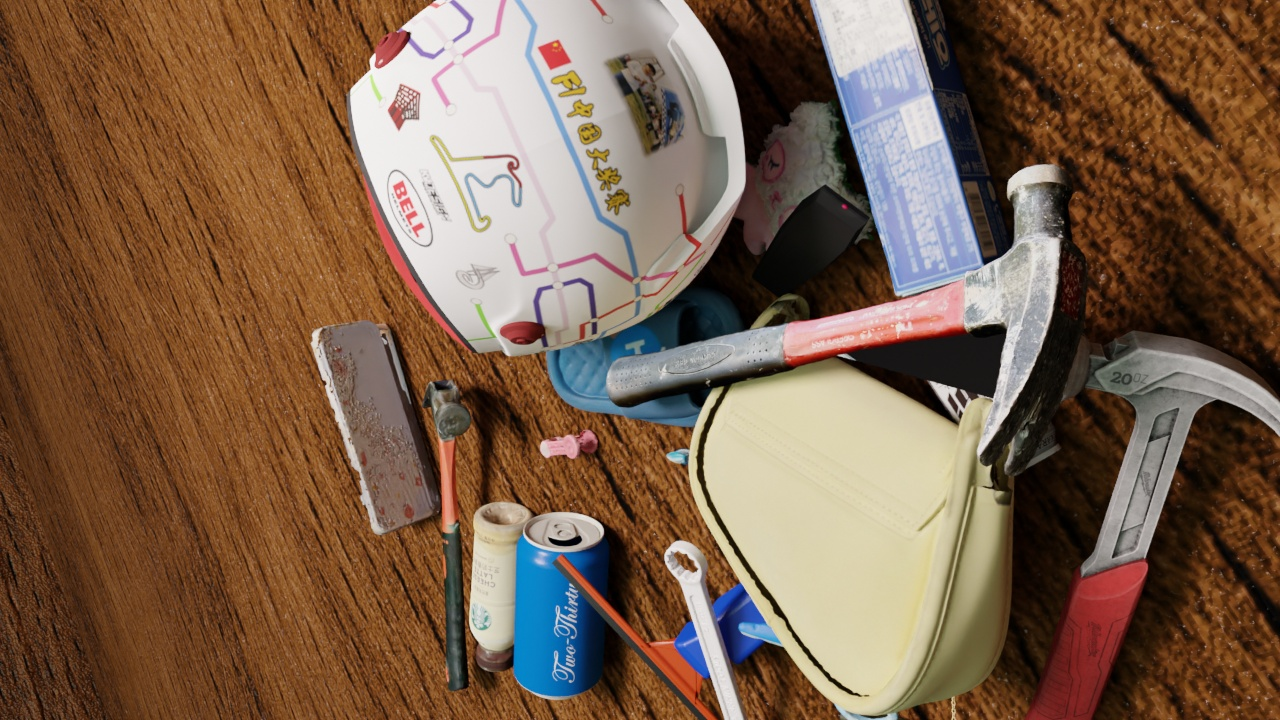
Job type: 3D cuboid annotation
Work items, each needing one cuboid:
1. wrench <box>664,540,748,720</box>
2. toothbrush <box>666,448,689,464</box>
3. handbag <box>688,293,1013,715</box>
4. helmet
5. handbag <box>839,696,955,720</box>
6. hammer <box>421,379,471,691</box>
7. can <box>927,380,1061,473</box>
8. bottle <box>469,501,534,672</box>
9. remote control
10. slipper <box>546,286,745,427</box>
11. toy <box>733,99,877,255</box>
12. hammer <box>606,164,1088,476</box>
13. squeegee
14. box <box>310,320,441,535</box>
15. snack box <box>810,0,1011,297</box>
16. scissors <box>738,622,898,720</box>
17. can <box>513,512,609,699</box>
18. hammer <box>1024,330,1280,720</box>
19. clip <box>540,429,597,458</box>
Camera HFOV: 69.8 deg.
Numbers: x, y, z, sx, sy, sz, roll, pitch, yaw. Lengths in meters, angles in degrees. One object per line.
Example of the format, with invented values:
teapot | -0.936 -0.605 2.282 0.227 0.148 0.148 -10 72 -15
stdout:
wrench | 0.064 0.243 0.665 0.047 0.009 0.273 1 119 38
toothbrush | 0.072 0.076 0.673 0.133 0.016 0.021 2 91 44
handbag | 0.123 0.080 0.548 0.233 0.088 0.191 39 110 51
helmet | -0.056 -0.127 0.598 0.231 0.235 0.315 66 168 -9
handbag | 0.169 0.208 0.612 0.084 0.027 0.178 0 94 42
hammer | -0.185 0.179 0.896 0.133 0.033 0.333 -140 48 -63
can | 0.192 0.013 0.524 0.044 0.043 0.106 -42 71 41
bottle | -0.133 0.218 0.873 0.056 0.056 0.162 21 114 39
remote control | 0.100 -0.068 0.570 0.039 0.010 0.125 36 159 -1
slipper | -0.004 0.004 0.700 0.214 0.059 0.104 -6 98 46
toy | 0.094 -0.106 0.595 0.109 0.041 0.095 -24 85 50
hammer | 0.088 0.000 0.527 0.327 0.036 0.140 -13 64 49
squeegee | 0.074 0.191 0.671 0.249 0.055 0.185 46 128 3
box | -0.284 0.072 0.958 0.105 0.096 0.216 -21 85 49
snack box | 0.148 -0.151 0.518 0.060 0.059 0.226 -17 89 42
scissors | 0.123 0.197 0.611 0.132 0.019 0.105 6 97 23
can | -0.069 0.213 0.795 0.079 0.078 0.146 18 112 40
hammer | 0.247 0.138 0.494 0.126 0.036 0.316 11 115 16
clip | -0.067 0.075 0.792 0.059 0.037 0.022 -14 93 48
